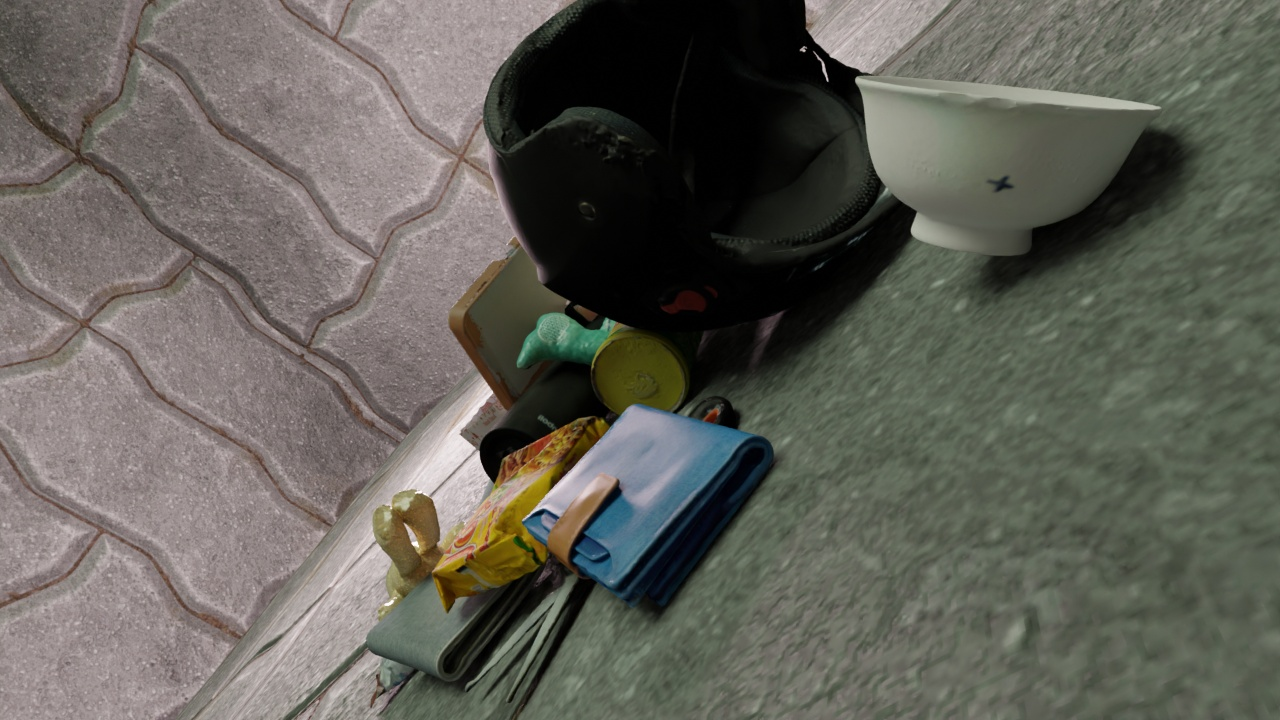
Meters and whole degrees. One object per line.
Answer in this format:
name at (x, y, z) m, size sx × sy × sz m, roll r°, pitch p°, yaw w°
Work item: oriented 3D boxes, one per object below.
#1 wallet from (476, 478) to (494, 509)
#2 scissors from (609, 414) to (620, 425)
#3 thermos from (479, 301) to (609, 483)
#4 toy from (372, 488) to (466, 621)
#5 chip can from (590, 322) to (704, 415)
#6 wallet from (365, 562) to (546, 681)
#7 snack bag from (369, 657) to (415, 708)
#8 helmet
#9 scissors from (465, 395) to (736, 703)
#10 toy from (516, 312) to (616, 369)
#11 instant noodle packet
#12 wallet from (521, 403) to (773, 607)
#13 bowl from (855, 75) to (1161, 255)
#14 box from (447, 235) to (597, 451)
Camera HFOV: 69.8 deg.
wallet at (-0.132, 0.136, 0.803) m, size 0.121 × 0.019 × 0.097 m, roll 174°, pitch 119°, yaw -78°
scissors at (-0.063, 0.093, 0.774) m, size 0.166 × 0.014 × 0.162 m, roll -32°, pitch 18°, yaw 52°
thermos at (-0.062, 0.017, 0.804) m, size 0.069 × 0.090 × 0.241 m, roll -50°, pitch 3°, yaw 36°
toy at (-0.182, 0.160, 0.733) m, size 0.104 × 0.066 × 0.158 m, roll -57°, pitch -17°, yaw -37°
chip can at (0.020, -0.034, 0.742) m, size 0.073 × 0.072 × 0.220 m, roll -42°, pitch 11°, yaw 27°
wallet at (-0.127, 0.174, 0.647) m, size 0.106 × 0.037 × 0.130 m, roll -45°, pitch 18°, yaw -32°
snack bag at (-0.176, 0.221, 0.714) m, size 0.105 × 0.026 × 0.045 m, roll -48°, pitch 18°, yaw 5°
helmet at (0.033, -0.129, 0.606) m, size 0.231 × 0.275 × 0.232 m, roll 98°, pitch -164°, yaw -59°
scissors at (-0.021, 0.099, 0.551) m, size 0.225 × 0.021 × 0.220 m, roll -43°, pitch 11°, yaw 22°
toy at (-0.047, -0.018, 0.769) m, size 0.030 × 0.092 × 0.096 m, roll 91°, pitch -163°, yaw -48°
instant noodle packet at (-0.079, 0.099, 0.602) m, size 0.111 × 0.044 × 0.128 m, roll -36°, pitch 15°, yaw 39°
wallet at (-0.002, 0.070, 0.485) m, size 0.106 × 0.040 × 0.133 m, roll -47°, pitch 21°, yaw -15°
bowl at (0.146, -0.081, 0.387) m, size 0.118 × 0.118 × 0.065 m, roll -75°, pitch -10°, yaw -69°
box at (-0.096, -0.009, 0.917) m, size 0.178 × 0.130 × 0.273 m, roll -55°, pitch -17°, yaw -32°
